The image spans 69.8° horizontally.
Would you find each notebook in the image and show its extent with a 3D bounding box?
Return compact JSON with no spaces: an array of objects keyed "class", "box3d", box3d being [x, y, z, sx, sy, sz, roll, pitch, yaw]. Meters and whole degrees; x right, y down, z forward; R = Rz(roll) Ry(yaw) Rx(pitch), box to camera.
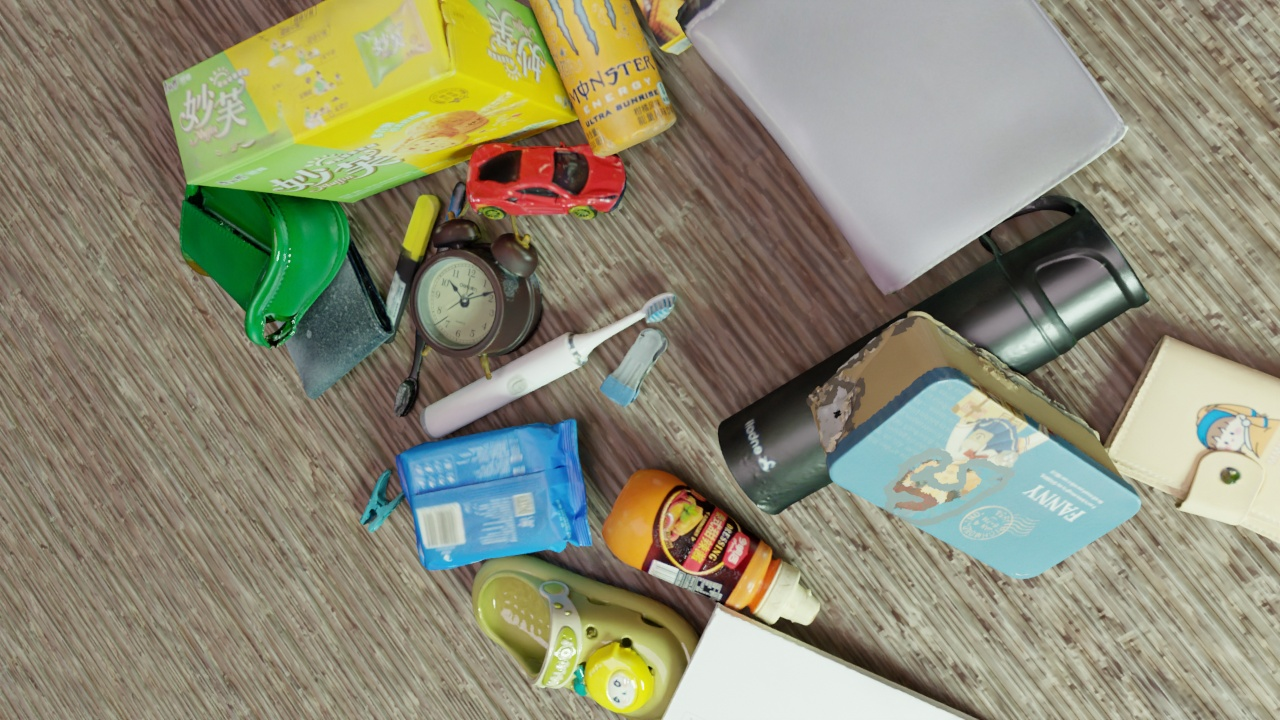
[{"class":"notebook","box3d":[0.117,0.263,0.601,0.209,0.012,0.150,24,108,3]}]

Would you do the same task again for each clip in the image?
[{"class":"clip","box3d":[-0.002,0.002,0.629,0.027,0.045,0.058,36,105,15]},{"class":"clip","box3d":[-0.207,0.114,0.735,0.039,0.013,0.056,42,110,12]}]

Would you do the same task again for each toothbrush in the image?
[{"class":"toothbrush","box3d":[-0.158,-0.042,0.687,0.014,0.016,0.190,22,106,12]},{"class":"toothbrush","box3d":[-0.068,0.003,0.651,0.221,0.026,0.027,-26,129,24]}]

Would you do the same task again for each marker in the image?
[{"class":"marker","box3d":[-0.175,-0.067,0.691,0.018,0.015,0.124,32,113,20]}]

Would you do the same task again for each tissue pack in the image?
[{"class":"tissue pack","box3d":[-0.105,0.097,0.665,0.157,0.052,0.095,-13,87,24]}]

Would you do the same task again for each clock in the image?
[{"class":"clock","box3d":[-0.114,-0.053,0.644,0.082,0.055,0.122,19,104,19]}]

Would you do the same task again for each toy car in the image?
[{"class":"toy car","box3d":[-0.062,-0.121,0.608,0.106,0.031,0.049,2,71,4]}]

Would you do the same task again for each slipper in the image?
[{"class":"slipper","box3d":[-0.050,0.204,0.650,0.191,0.081,0.092,20,109,21]}]

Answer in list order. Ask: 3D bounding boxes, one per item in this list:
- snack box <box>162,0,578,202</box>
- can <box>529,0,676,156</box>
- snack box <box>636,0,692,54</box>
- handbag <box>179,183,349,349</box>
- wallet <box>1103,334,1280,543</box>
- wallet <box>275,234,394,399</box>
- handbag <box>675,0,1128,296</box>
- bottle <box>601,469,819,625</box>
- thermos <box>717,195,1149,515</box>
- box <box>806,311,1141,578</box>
[{"class":"snack box","box3d":[-0.166,-0.167,0.590,0.210,0.157,0.070,-14,89,24]},{"class":"can","box3d":[-0.030,-0.204,0.571,0.058,0.058,0.146,-19,100,24]},{"class":"snack box","box3d":[0.055,-0.260,0.551,0.141,0.033,0.087,-26,89,23]},{"class":"handbag","box3d":[-0.290,-0.089,0.697,0.131,0.067,0.120,41,116,23]},{"class":"wallet","box3d":[0.323,0.048,0.498,0.115,0.024,0.087,24,108,16]},{"class":"wallet","box3d":[-0.249,-0.045,0.715,0.097,0.019,0.121,-34,75,23]},{"class":"handbag","box3d":[0.133,-0.155,0.489,0.145,0.098,0.197,-38,94,23]},{"class":"bottle","box3d":[0.050,0.130,0.608,0.149,0.066,0.067,29,109,8]},{"class":"thermos","box3d":[0.159,-0.003,0.542,0.243,0.068,0.090,-34,53,22]},{"class":"box","box3d":[0.182,0.052,0.492,0.184,0.059,0.090,28,124,-22]}]
